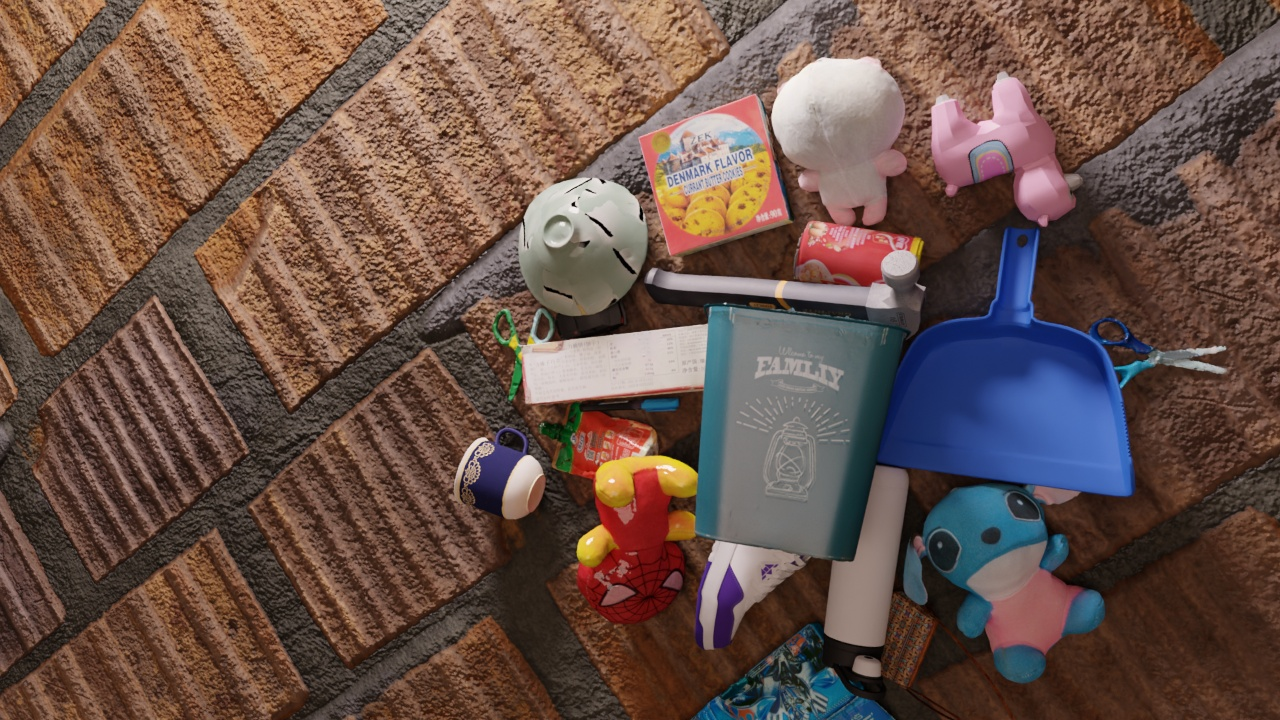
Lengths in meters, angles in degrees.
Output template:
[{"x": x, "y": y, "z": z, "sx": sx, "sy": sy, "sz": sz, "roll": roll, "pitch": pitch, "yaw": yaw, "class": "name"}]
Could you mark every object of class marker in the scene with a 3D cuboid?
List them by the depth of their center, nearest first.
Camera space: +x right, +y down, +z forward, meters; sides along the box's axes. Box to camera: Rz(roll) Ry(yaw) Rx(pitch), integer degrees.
[{"x": -0.014, "y": 0.055, "z": 1.095, "sx": 0.123, "sy": 0.018, "sz": 0.015, "roll": -4, "pitch": 95, "yaw": 15, "class": "marker"}]

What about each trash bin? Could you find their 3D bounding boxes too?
[{"x": 0.146, "y": 0.071, "z": 0.906, "sx": 0.197, "sy": 0.199, "sz": 0.218, "roll": 8, "pitch": 86, "yaw": 9, "class": "trash bin"}]

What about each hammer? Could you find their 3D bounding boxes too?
[{"x": 0.147, "y": -0.073, "z": 0.991, "sx": 0.313, "sy": 0.139, "sz": 0.035, "roll": 8, "pitch": 61, "yaw": 27, "class": "hammer"}]

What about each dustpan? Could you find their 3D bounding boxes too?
[{"x": 0.374, "y": -0.010, "z": 0.930, "sx": 0.246, "sy": 0.059, "sz": 0.257, "roll": 6, "pitch": 75, "yaw": 27, "class": "dustpan"}]

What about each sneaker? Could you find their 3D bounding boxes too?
[{"x": 0.139, "y": 0.216, "z": 1.024, "sx": 0.111, "sy": 0.091, "sz": 0.244, "roll": 17, "pitch": 95, "yaw": 14, "class": "sneaker"}]

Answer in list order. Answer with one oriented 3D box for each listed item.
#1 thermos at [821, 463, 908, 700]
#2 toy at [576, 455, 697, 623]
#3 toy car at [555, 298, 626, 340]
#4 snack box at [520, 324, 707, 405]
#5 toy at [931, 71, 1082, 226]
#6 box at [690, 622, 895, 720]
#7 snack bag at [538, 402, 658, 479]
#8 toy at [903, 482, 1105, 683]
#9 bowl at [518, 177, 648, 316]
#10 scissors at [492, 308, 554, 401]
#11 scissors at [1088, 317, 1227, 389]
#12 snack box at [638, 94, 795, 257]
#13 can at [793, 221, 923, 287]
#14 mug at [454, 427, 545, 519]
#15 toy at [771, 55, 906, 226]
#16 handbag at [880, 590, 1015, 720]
[{"x": 0.240, "y": 0.225, "z": 0.964, "sx": 0.068, "sy": 0.101, "sz": 0.230, "roll": 9, "pitch": 88, "yaw": -7, "class": "thermos"}, {"x": -0.007, "y": 0.208, "z": 1.049, "sx": 0.147, "sy": 0.098, "sz": 0.217, "roll": 0, "pitch": 117, "yaw": -17, "class": "toy"}, {"x": -0.063, "y": -0.050, "z": 1.100, "sx": 0.092, "sy": 0.036, "sz": 0.042, "roll": -16, "pitch": 88, "yaw": 20, "class": "toy car"}, {"x": -0.006, "y": 0.006, "z": 1.076, "sx": 0.273, "sy": 0.044, "sz": 0.076, "roll": -6, "pitch": 86, "yaw": 17, "class": "snack box"}, {"x": 0.364, "y": -0.204, "z": 0.924, "sx": 0.123, "sy": 0.067, "sz": 0.157, "roll": -19, "pitch": 91, "yaw": 21, "class": "toy"}, {"x": 0.161, "y": 0.437, "z": 1.044, "sx": 0.244, "sy": 0.060, "sz": 0.175, "roll": -44, "pitch": 80, "yaw": 17, "class": "box"}, {"x": -0.056, "y": 0.101, "z": 1.110, "sx": 0.155, "sy": 0.044, "sz": 0.087, "roll": 14, "pitch": 89, "yaw": 23, "class": "snack bag"}, {"x": 0.384, "y": 0.208, "z": 0.933, "sx": 0.224, "sy": 0.099, "sz": 0.191, "roll": -32, "pitch": 86, "yaw": -3, "class": "toy"}, {"x": -0.083, "y": -0.142, "z": 1.067, "sx": 0.174, "sy": 0.068, "sz": 0.174, "roll": -4, "pitch": 81, "yaw": 21, "class": "bowl"}, {"x": -0.137, "y": -0.008, "z": 1.143, "sx": 0.108, "sy": 0.012, "sz": 0.131, "roll": -21, "pitch": 86, "yaw": 20, "class": "scissors"}, {"x": 0.514, "y": -0.013, "z": 0.911, "sx": 0.135, "sy": 0.016, "sz": 0.083, "roll": -8, "pitch": 90, "yaw": 19, "class": "scissors"}, {"x": 0.085, "y": -0.205, "z": 1.034, "sx": 0.143, "sy": 0.040, "sz": 0.145, "roll": -16, "pitch": 89, "yaw": 21, "class": "snack box"}, {"x": 0.232, "y": -0.107, "z": 0.976, "sx": 0.124, "sy": 0.066, "sz": 0.067, "roll": 13, "pitch": 98, "yaw": 18, "class": "can"}, {"x": -0.163, "y": 0.138, "z": 1.132, "sx": 0.089, "sy": 0.086, "sz": 0.111, "roll": 17, "pitch": 64, "yaw": 15, "class": "mug"}, {"x": 0.212, "y": -0.227, "z": 0.963, "sx": 0.139, "sy": 0.101, "sz": 0.179, "roll": -9, "pitch": 108, "yaw": 32, "class": "toy"}, {"x": 0.314, "y": 0.318, "z": 0.941, "sx": 0.196, "sy": 0.043, "sz": 0.093, "roll": 34, "pitch": 110, "yaw": 55, "class": "handbag"}]
